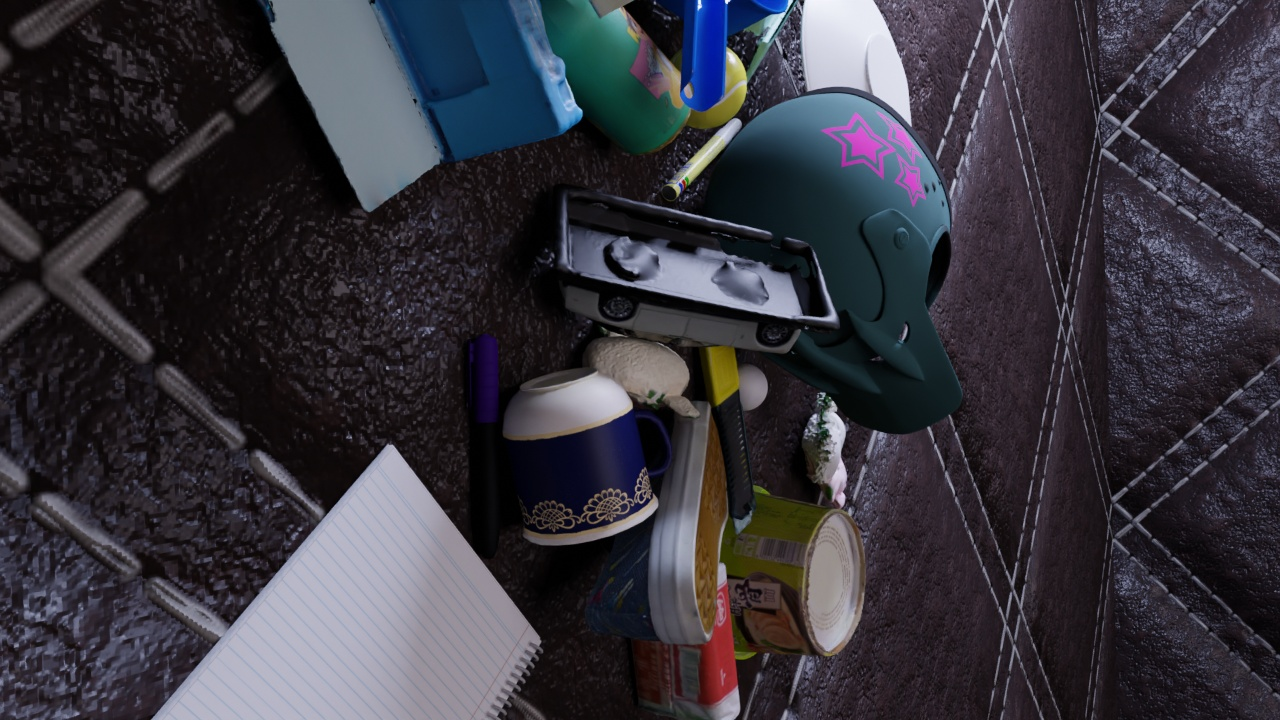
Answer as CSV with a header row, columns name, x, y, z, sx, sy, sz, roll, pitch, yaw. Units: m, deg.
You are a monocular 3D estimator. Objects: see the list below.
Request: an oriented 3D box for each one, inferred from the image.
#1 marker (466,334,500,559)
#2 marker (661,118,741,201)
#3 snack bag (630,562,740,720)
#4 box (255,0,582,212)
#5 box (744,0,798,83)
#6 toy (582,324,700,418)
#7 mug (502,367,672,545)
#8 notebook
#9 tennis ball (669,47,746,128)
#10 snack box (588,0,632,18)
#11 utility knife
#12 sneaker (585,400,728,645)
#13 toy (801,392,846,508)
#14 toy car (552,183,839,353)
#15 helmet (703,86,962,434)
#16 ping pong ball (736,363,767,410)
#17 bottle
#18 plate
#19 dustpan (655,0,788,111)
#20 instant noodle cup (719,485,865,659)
name,x,y,z,sx,sy,sz,roll,pitch,yaw
marker,-0.093,0.051,0.546,0.018,0.015,0.134,-1,89,-26
marker,0.053,-0.168,0.757,0.132,0.014,0.014,-51,128,-42
snack bag,0.029,0.198,0.656,0.036,0.077,0.116,-15,101,-51
box,-0.131,-0.203,0.435,0.115,0.094,0.243,-51,128,-47
box,0.106,-0.322,0.823,0.093,0.077,0.187,100,14,-53
toy,-0.004,0.004,0.641,0.087,0.112,0.050,1,131,-45
mug,-0.030,0.050,0.567,0.111,0.086,0.089,-18,102,-32
notebook,-0.151,0.192,0.464,0.244,0.013,0.178,-56,130,-39
tennis ball,0.050,-0.213,0.710,0.065,0.065,0.065,3,86,-54
snack box,-0.058,-0.303,0.490,0.141,0.044,0.193,42,28,-62
utility knife,0.071,0.053,0.741,0.028,0.020,0.172,-4,80,-21
sneaker,0.014,0.101,0.630,0.235,0.079,0.087,-73,151,-63
toy,0.183,0.096,0.906,0.095,0.041,0.109,-63,141,-55
toy car,0.027,-0.048,0.615,0.191,0.071,0.094,9,45,-15
helmet,0.166,-0.076,0.757,0.275,0.177,0.199,44,53,-29
ping pong ball,0.087,0.022,0.775,0.040,0.040,0.040,3,86,-54
bottle,-0.047,-0.210,0.574,0.209,0.068,0.068,33,63,-49
plate,0.221,-0.258,0.864,0.229,0.030,0.229,12,75,-50
dustpan,0.029,-0.277,0.633,0.245,0.060,0.257,26,60,-42
instant noodle cup,0.122,0.180,0.768,0.146,0.098,0.146,4,86,-54
